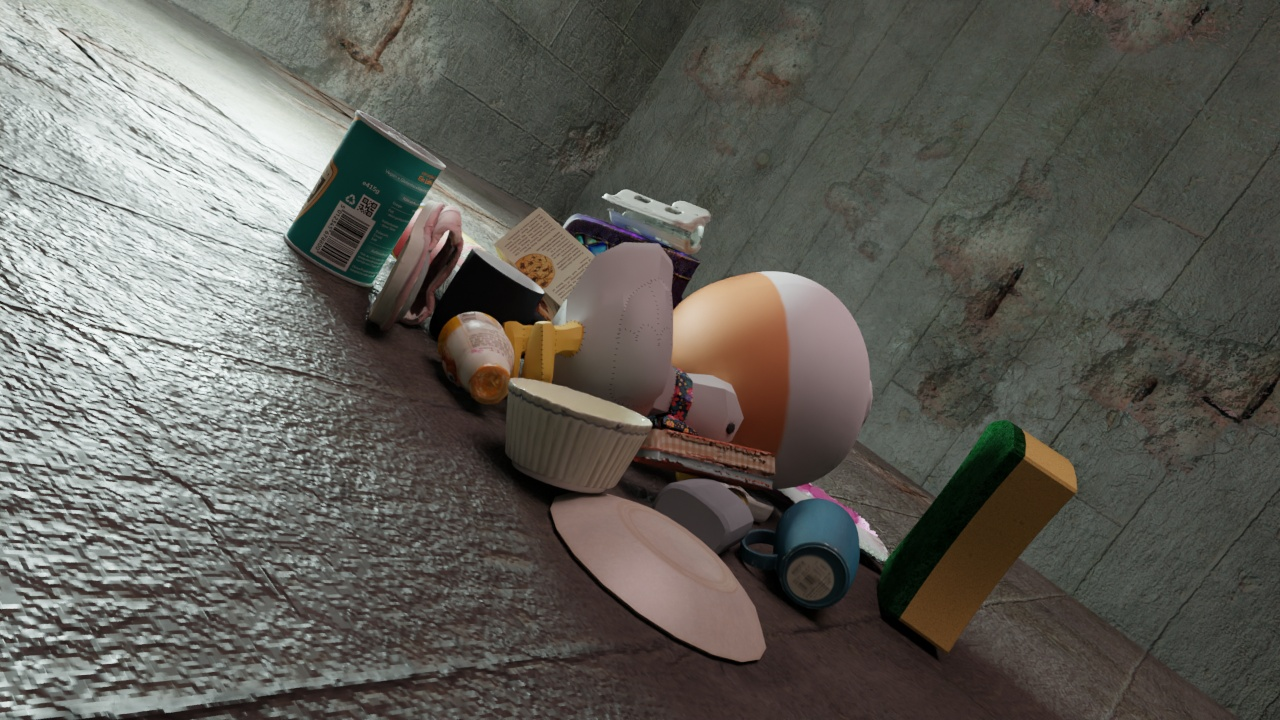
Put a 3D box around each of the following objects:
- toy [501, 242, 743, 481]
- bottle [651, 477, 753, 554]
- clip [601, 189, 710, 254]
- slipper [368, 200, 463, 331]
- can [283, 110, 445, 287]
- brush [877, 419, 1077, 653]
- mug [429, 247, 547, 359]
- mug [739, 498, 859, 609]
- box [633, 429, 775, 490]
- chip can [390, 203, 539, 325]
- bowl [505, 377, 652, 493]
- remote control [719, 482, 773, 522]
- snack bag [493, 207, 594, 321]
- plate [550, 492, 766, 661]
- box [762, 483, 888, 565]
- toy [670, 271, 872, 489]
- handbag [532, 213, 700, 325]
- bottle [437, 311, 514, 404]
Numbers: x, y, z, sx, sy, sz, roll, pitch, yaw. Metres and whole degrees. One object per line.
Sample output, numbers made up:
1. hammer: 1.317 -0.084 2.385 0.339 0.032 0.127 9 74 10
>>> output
1. toy: -0.006 0.005 0.910 0.267 0.246 0.141 8 -2 -31
2. bottle: 0.067 0.140 0.848 0.072 0.046 0.161 36 8 17
3. clip: 0.031 -0.175 1.187 0.125 0.081 0.147 28 10 27
4. slipper: -0.214 -0.092 0.903 0.054 0.114 0.274 27 15 -15
5. can: -0.277 -0.161 0.923 0.099 0.144 0.099 33 8 -5
6. brush: 0.373 0.191 1.038 0.075 0.250 0.194 35 12 10
7. mug: -0.143 -0.042 0.930 0.121 0.094 0.085 32 8 -16
8. mug: 0.149 0.182 0.860 0.112 0.084 0.104 6 9 11
9. box: 0.063 0.091 0.882 0.186 0.053 0.058 18 16 -42
10. chip can: -0.211 -0.103 1.067 0.213 0.087 0.087 39 9 38
11. bowl: -0.055 0.060 0.709 0.115 0.062 0.115 18 4 -1
12. remote control: 0.098 0.146 1.012 0.114 0.028 0.060 28 10 -40
13. snack bag: -0.067 -0.069 1.050 0.206 0.069 0.094 43 -15 23
14. plate: 0.020 0.147 0.677 0.188 0.027 0.188 33 8 -5
15. box: 0.235 0.199 1.229 0.230 0.035 0.159 32 8 -18
16. toy: 0.133 0.027 1.108 0.280 0.266 0.262 1 30 -12
17. handbag: -0.032 -0.072 1.216 0.222 0.205 0.125 26 9 -8
18. bottle: -0.141 0.000 0.803 0.063 0.063 0.108 30 10 -28
